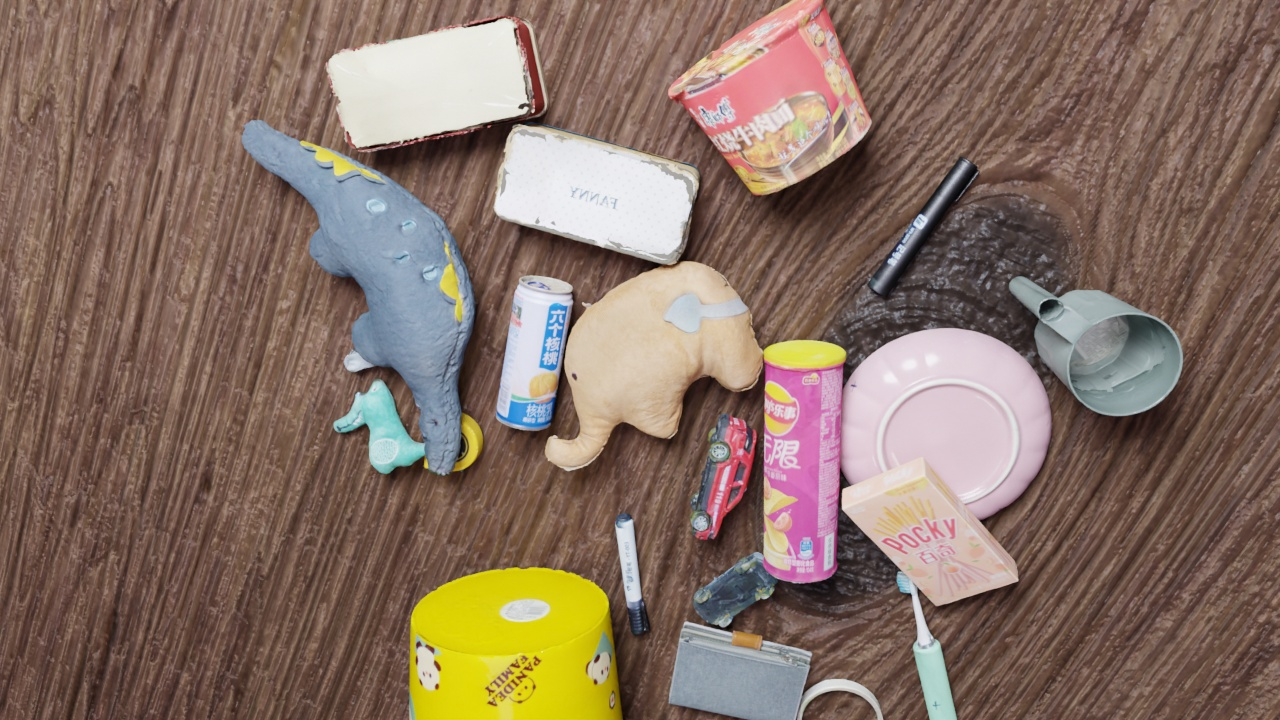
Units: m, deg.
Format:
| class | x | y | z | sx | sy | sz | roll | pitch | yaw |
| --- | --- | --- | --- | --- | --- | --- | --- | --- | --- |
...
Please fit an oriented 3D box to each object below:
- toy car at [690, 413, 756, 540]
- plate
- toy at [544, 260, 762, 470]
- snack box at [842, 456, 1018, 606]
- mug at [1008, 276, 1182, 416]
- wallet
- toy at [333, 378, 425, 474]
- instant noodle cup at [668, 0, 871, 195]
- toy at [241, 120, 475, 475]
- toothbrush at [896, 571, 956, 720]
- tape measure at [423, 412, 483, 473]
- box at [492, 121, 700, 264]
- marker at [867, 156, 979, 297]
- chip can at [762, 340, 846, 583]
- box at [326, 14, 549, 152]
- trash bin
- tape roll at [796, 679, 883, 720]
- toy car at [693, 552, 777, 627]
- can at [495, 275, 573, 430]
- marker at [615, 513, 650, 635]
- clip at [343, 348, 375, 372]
| class | x | y | z | sx | sy | sz | roll | pitch | yaw |
| --- | --- | --- | --- | --- | --- | --- | --- | --- | --- |
| toy car | 0.076 | 0.110 | 0.853 | 0.045 | 0.052 | 0.121 | 16 | 107 | 0 |
| plate | 0.271 | 0.068 | 0.821 | 0.192 | 0.039 | 0.192 | 2 | 107 | 7 |
| toy | -0.005 | 0.005 | 0.818 | 0.226 | 0.082 | 0.143 | -34 | 84 | 18 |
| snack box | 0.261 | 0.157 | 0.826 | 0.085 | 0.026 | 0.157 | -31 | 116 | 33 |
| mug | 0.361 | -0.022 | 0.749 | 0.124 | 0.103 | 0.084 | 37 | 108 | -3 |
| wallet | 0.099 | 0.313 | 0.920 | 0.130 | 0.036 | 0.107 | 10 | 118 | 5 |
| toy | -0.255 | 0.066 | 0.892 | 0.097 | 0.030 | 0.092 | -24 | 82 | 21 |
| instant noodle cup | 0.108 | -0.205 | 0.719 | 0.138 | 0.137 | 0.108 | -31 | 109 | 15 |
| toy | -0.220 | -0.067 | 0.818 | 0.138 | 0.091 | 0.356 | -22 | 101 | 13 |
| toothbrush | 0.285 | 0.305 | 0.897 | 0.027 | 0.026 | 0.224 | -7 | 107 | 32 |
| tape measure | -0.181 | 0.077 | 0.890 | 0.057 | 0.028 | 0.060 | 6 | 107 | 7 |
| box | -0.043 | -0.146 | 0.790 | 0.184 | 0.059 | 0.090 | 18 | 107 | 4 |
| marker | 0.240 | -0.112 | 0.782 | 0.022 | 0.020 | 0.132 | 23 | 110 | -30 |
| chip can | 0.145 | 0.092 | 0.829 | 0.071 | 0.071 | 0.211 | 1 | 107 | 7 |
| box | -0.171 | -0.233 | 0.770 | 0.168 | 0.076 | 0.091 | -9 | 106 | 9 |
| trash bin | -0.117 | 0.352 | 0.872 | 0.230 | 0.229 | 0.255 | 0 | 101 | 7 |
| tape roll | 0.202 | 0.364 | 0.933 | 0.086 | 0.013 | 0.086 | 2 | 107 | 7 |
| toy car | 0.092 | 0.222 | 0.894 | 0.091 | 0.034 | 0.043 | -42 | 100 | 19 |
| can | -0.097 | -0.007 | 0.840 | 0.053 | 0.053 | 0.135 | 13 | 108 | 4 |
| marker | -0.008 | 0.213 | 0.914 | 0.022 | 0.018 | 0.131 | -6 | 106 | 0 |
| clip | -0.255 | -0.005 | 0.881 | 0.057 | 0.029 | 0.024 | -10 | 107 | 3 |
